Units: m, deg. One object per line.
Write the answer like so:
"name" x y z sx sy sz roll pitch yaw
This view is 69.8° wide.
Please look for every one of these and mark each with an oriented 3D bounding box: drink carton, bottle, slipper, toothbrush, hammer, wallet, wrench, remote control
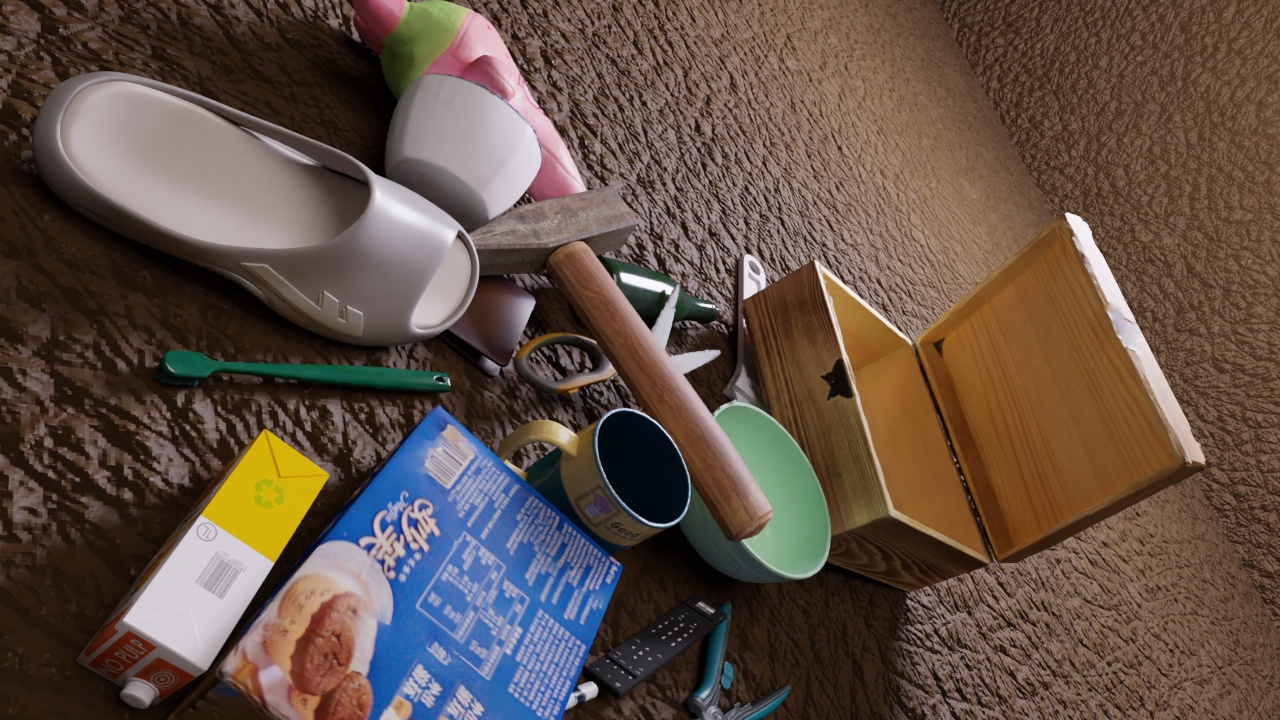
"drink carton" -0.205 0.098 0.436 0.040 0.059 0.122 41 37 -19
"bottle" 0.014 -0.054 0.831 0.174 0.055 0.055 8 56 -49
"slipper" -0.203 -0.087 0.541 0.265 0.081 0.112 27 74 -34
"toothbrush" -0.196 0.010 0.560 0.189 0.017 0.016 6 57 -50
"hammer" -0.004 0.004 0.678 0.157 0.037 0.300 -22 70 -40
"toothbrush" -0.089 0.216 0.522 0.186 0.012 0.017 -1 76 -50
"wallet" -0.138 -0.049 0.680 0.115 0.018 0.091 37 38 -19
"wrench" 0.126 -0.015 0.967 0.086 0.018 0.272 37 37 -25
"remote control" 0.015 0.199 0.649 0.030 0.009 0.139 27 23 29

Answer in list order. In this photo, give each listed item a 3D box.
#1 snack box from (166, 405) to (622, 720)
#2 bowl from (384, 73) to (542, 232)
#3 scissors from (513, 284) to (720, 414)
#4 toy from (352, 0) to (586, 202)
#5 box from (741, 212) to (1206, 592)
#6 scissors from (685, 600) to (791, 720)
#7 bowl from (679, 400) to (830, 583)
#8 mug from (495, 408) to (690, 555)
"snack box" -0.111 0.144 0.486 0.155 0.069 0.202 43 33 -11
"bowl" -0.138 -0.147 0.682 0.116 0.117 0.065 36 61 -27
"scissors" -0.012 0.013 0.734 0.216 0.016 0.224 35 54 -28
"toy" -0.127 -0.207 0.740 0.236 0.097 0.192 43 1 -19
"box" 0.325 0.035 0.890 0.283 0.324 0.278 30 40 -46
"scissors" 0.069 0.250 0.677 0.124 0.019 0.153 34 42 -26
"bowl" 0.080 0.116 0.748 0.151 0.077 0.150 31 41 -32
"mug" -0.044 0.082 0.602 0.113 0.108 0.083 36 41 -26
